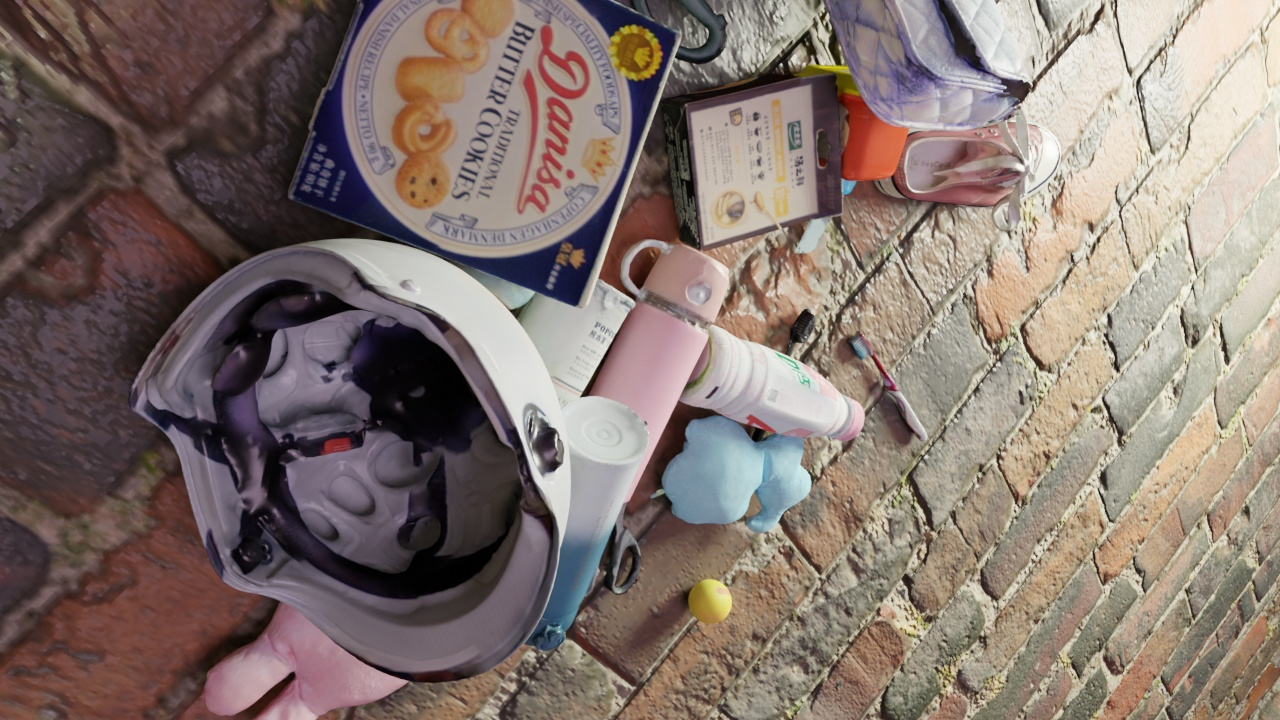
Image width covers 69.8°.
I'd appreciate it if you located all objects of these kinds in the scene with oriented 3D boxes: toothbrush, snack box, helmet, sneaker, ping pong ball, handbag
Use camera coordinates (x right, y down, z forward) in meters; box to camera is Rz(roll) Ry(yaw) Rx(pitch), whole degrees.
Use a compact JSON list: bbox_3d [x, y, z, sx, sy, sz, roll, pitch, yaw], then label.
[{"bbox_3d":[0.254,0.032,0.934,0.017,0.016,0.187,-45,128,-4],"label":"toothbrush"},{"bbox_3d":[0.087,-0.155,0.707,0.125,0.053,0.113,-18,117,-20],"label":"snack box"},{"bbox_3d":[-0.142,0.045,0.546,0.229,0.145,0.259,-25,106,23],"label":"helmet"},{"bbox_3d":[0.168,-0.191,0.739,0.081,0.091,0.080,-10,120,-34],"label":"snack box"},{"bbox_3d":[0.328,-0.181,0.858,0.240,0.088,0.118,-8,111,-33],"label":"sneaker"},{"bbox_3d":[0.065,0.225,0.856,0.040,0.040,0.040,-14,115,-32],"label":"ping pong ball"},{"bbox_3d":[-0.089,-0.146,0.546,0.182,0.046,0.178,20,89,-15],"label":"snack box"},{"bbox_3d":[0.204,-0.268,0.680,0.134,0.076,0.193,-6,72,-35],"label":"handbag"},{"bbox_3d":[0.121,0.042,0.841,0.014,0.018,0.189,16,99,-30],"label":"toothbrush"}]

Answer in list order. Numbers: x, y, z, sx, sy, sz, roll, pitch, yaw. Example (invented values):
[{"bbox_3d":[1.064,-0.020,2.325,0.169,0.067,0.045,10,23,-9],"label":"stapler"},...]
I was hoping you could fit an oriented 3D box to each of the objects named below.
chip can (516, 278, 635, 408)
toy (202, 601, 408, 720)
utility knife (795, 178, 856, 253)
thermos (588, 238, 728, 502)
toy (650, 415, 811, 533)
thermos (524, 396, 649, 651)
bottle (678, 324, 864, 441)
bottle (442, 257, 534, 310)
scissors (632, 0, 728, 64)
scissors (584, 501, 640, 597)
[{"bbox_3d":[-0.086,0.035,0.654,0.071,0.071,0.214,30,89,-39],"label":"chip can"},{"bbox_3d":[-0.215,0.198,0.635,0.159,0.054,0.121,-34,117,-22],"label":"toy"},{"bbox_3d":[0.187,-0.183,0.800,0.034,0.018,0.204,26,92,-27],"label":"utility knife"},{"bbox_3d":[-0.004,0.004,0.708,0.087,0.067,0.198,24,94,-20],"label":"thermos"},{"bbox_3d":[0.083,0.104,0.816,0.156,0.050,0.161,-27,125,-19],"label":"toy"},{"bbox_3d":[-0.054,0.126,0.667,0.070,0.070,0.221,-9,135,-33],"label":"thermos"},{"bbox_3d":[0.115,0.028,0.788,0.196,0.068,0.068,21,95,-34],"label":"bottle"},{"bbox_3d":[-0.056,-0.123,0.616,0.068,0.068,0.189,41,82,-39],"label":"bottle"},{"bbox_3d":[0.030,-0.282,0.633,0.174,0.019,0.176,12,115,-20],"label":"scissors"},{"bbox_3d":[-0.024,0.123,0.770,0.150,0.014,0.171,-34,124,-22],"label":"scissors"}]
